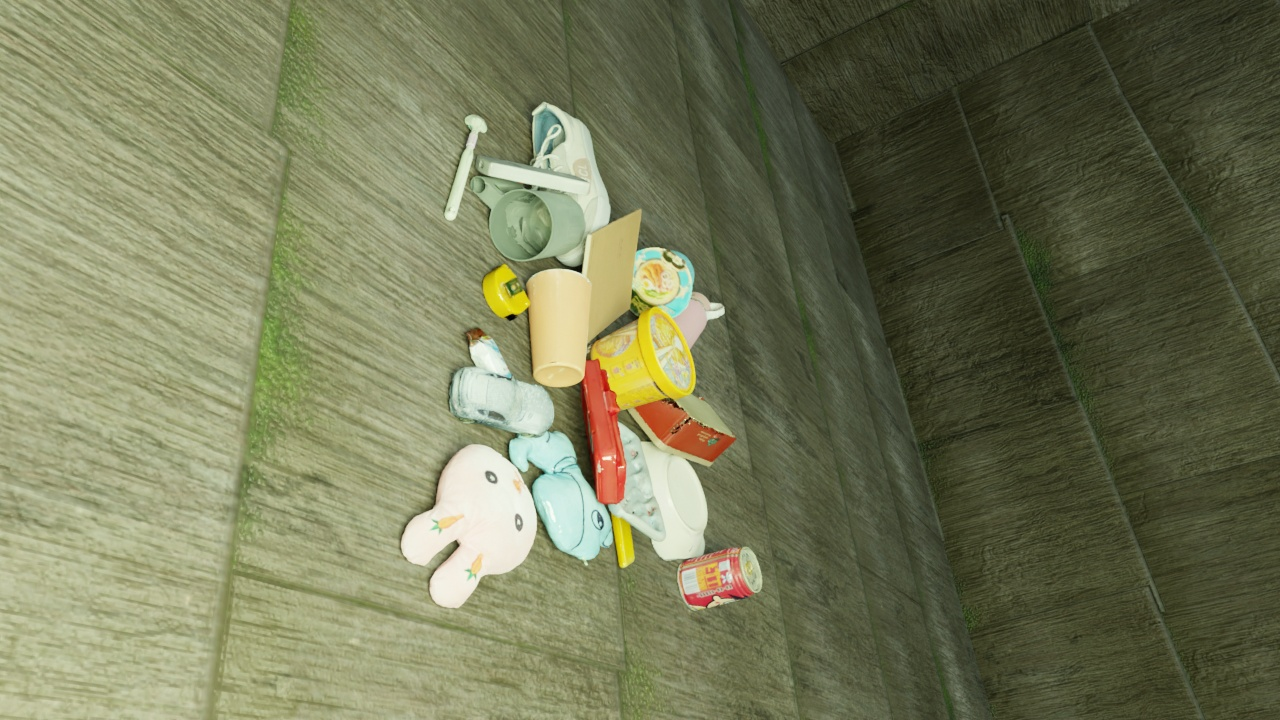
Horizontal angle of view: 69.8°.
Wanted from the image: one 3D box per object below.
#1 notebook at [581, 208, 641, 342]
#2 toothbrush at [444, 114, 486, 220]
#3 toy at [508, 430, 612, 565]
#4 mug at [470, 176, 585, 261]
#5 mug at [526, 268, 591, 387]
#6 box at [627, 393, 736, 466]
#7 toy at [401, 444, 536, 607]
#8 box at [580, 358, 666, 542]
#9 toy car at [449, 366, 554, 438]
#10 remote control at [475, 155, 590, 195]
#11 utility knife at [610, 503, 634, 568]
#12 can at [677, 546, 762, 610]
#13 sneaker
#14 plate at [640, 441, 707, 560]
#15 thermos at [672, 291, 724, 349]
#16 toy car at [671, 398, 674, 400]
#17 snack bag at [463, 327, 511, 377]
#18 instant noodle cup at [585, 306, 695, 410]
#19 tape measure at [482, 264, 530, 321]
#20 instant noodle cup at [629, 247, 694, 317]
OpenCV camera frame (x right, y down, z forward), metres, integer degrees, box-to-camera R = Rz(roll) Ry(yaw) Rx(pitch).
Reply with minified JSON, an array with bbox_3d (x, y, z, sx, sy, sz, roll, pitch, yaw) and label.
[{"bbox_3d":[-0.042,-0.114,1.222,0.211,0.012,0.150,-45,146,-65],"label":"notebook"},{"bbox_3d":[-0.204,-0.225,1.064,0.029,0.020,0.189,23,44,-21],"label":"toothbrush"},{"bbox_3d":[-0.082,0.142,0.975,0.161,0.050,0.156,36,37,-43],"label":"toy"},{"bbox_3d":[-0.136,-0.178,1.111,0.124,0.084,0.103,45,21,9],"label":"mug"},{"bbox_3d":[-0.095,-0.035,1.072,0.078,0.078,0.122,36,44,-51],"label":"mug"},{"bbox_3d":[0.065,0.080,1.271,0.091,0.077,0.168,51,12,31],"label":"box"},{"bbox_3d":[-0.149,0.148,0.828,0.121,0.054,0.159,61,33,-16],"label":"toy"},{"bbox_3d":[-0.029,0.103,1.053,0.201,0.065,0.160,-106,172,-57],"label":"box"},{"bbox_3d":[-0.137,0.042,0.922,0.120,0.037,0.054,20,63,-39],"label":"toy car"},{"bbox_3d":[-0.129,-0.223,1.112,0.135,0.019,0.056,6,17,-30],"label":"remote control"},{"bbox_3d":[-0.029,0.173,1.101,0.033,0.015,0.153,22,51,-51],"label":"utility knife"},{"bbox_3d":[0.103,0.282,1.192,0.066,0.094,0.066,46,32,-41],"label":"can"},{"bbox_3d":[-0.104,-0.239,1.204,0.090,0.090,0.241,33,41,-50],"label":"sneaker"},{"bbox_3d":[0.050,0.185,1.238,0.164,0.034,0.163,15,56,-62],"label":"plate"},{"bbox_3d":[0.072,-0.053,1.423,0.198,0.087,0.067,-48,134,-63],"label":"thermos"},{"bbox_3d":[0.038,0.042,1.337,0.105,0.032,0.048,41,35,-49],"label":"toy car"},{"bbox_3d":[-0.152,0.013,0.963,0.104,0.026,0.048,66,16,-6],"label":"snack bag"},{"bbox_3d":[-0.007,0.007,1.166,0.118,0.115,0.118,46,32,-40],"label":"instant noodle cup"},{"bbox_3d":[-0.151,-0.077,1.038,0.060,0.029,0.057,62,25,-14],"label":"tape measure"},{"bbox_3d":[0.036,-0.123,1.393,0.111,0.111,0.120,66,18,-6],"label":"instant noodle cup"}]
